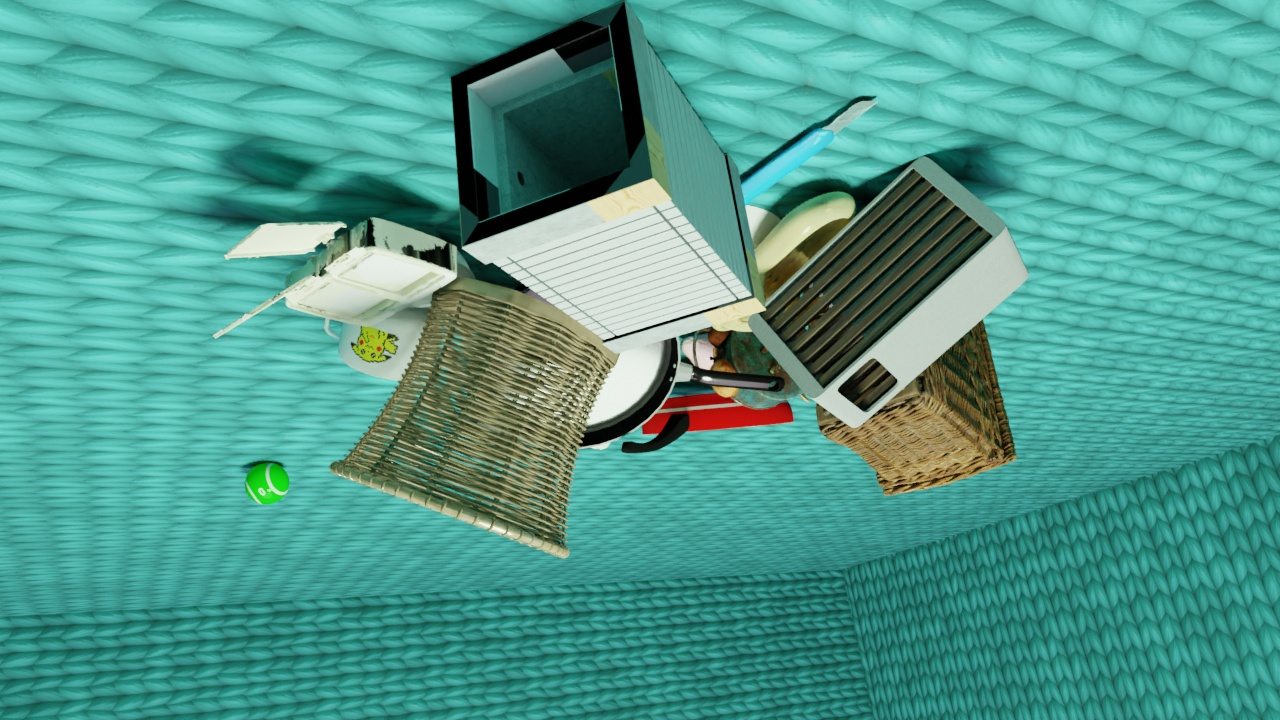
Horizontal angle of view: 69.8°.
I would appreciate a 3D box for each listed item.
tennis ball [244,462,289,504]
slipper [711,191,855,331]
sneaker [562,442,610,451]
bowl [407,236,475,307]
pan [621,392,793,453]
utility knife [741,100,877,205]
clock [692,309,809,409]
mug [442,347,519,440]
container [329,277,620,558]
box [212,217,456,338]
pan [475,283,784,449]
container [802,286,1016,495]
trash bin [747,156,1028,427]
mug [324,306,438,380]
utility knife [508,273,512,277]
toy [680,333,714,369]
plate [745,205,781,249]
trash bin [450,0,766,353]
[{"bbox_3d":[-0.586,0.193,1.439,0.065,0.065,0.065,-7,159,-3],"label":"tennis ball"},{"bbox_3d":[0.152,-0.078,0.964,0.111,0.079,0.262,-18,161,-24],"label":"slipper"},{"bbox_3d":[-0.047,0.064,1.249,0.242,0.102,0.088,-26,153,36],"label":"sneaker"},{"bbox_3d":[-0.215,-0.092,0.878,0.110,0.040,0.110,-6,159,-3],"label":"bowl"},{"bbox_3d":[0.069,0.078,1.207,0.209,0.067,0.355,-7,176,30],"label":"pan"},{"bbox_3d":[0.131,-0.177,0.821,0.031,0.015,0.197,7,154,-40],"label":"utility knife"},{"bbox_3d":[0.138,-0.006,1.120,0.157,0.121,0.073,7,159,-20],"label":"clock"},{"bbox_3d":[-0.185,0.037,1.132,0.123,0.110,0.096,-1,153,-16],"label":"mug"},{"bbox_3d":[-0.141,0.052,0.855,0.227,0.196,0.227,19,167,4],"label":"container"},{"bbox_3d":[-0.262,-0.068,0.779,0.146,0.066,0.185,-23,174,38],"label":"box"},{"bbox_3d":[-0.006,0.006,1.032,0.356,0.034,0.226,6,120,-15],"label":"pan"},{"bbox_3d":[0.290,0.001,1.041,0.163,0.249,0.183,-23,146,34],"label":"container"},{"bbox_3d":[0.240,-0.060,0.893,0.229,0.114,0.114,-44,145,12],"label":"trash bin"},{"bbox_3d":[-0.268,-0.031,0.942,0.115,0.068,0.094,19,-165,0],"label":"mug"},{"bbox_3d":[-0.087,-0.110,0.917,0.118,0.015,0.022,-21,162,24],"label":"utility knife"},{"bbox_3d":[0.105,-0.005,1.197,0.093,0.050,0.102,-6,157,20],"label":"toy"},{"bbox_3d":[0.062,-0.108,0.969,0.188,0.016,0.189,-7,159,-3],"label":"plate"},{"bbox_3d":[-0.016,-0.125,0.726,0.143,0.142,0.247,-16,157,20],"label":"trash bin"}]
